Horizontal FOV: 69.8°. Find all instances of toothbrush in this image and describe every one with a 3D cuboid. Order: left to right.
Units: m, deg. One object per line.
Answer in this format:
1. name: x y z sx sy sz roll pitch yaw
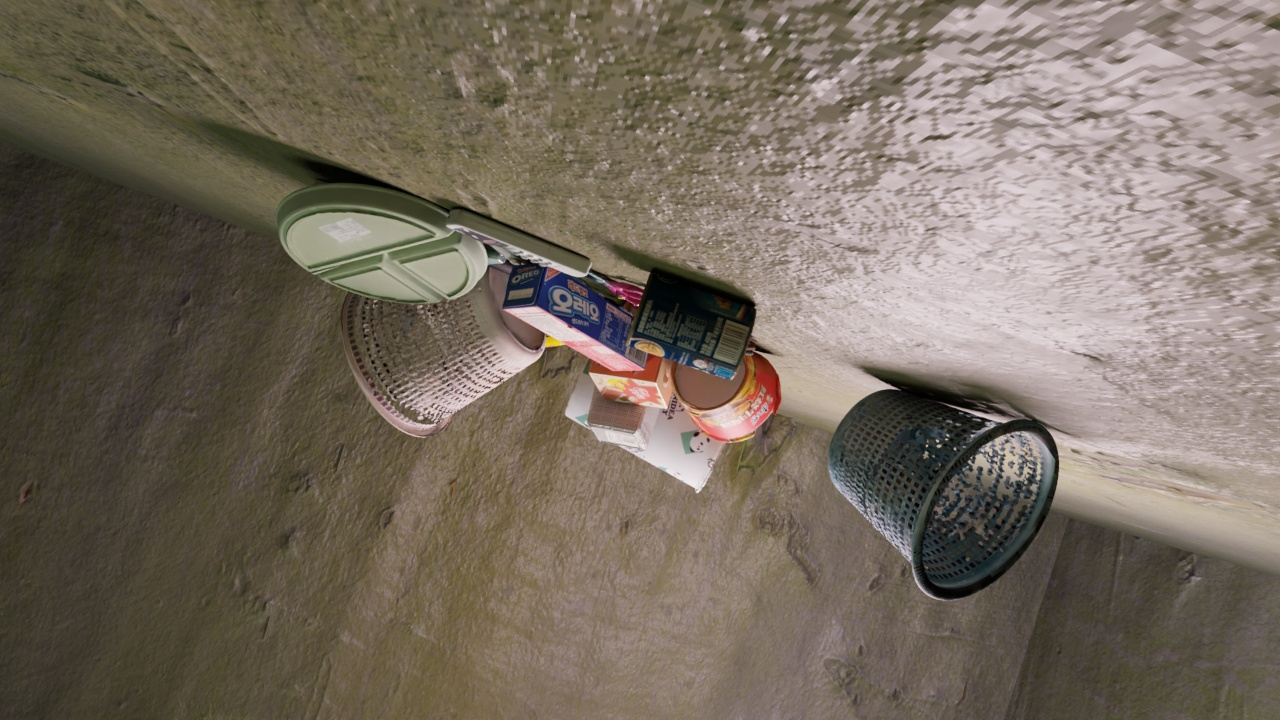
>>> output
1. toothbrush: -0.113 -0.101 1.168 0.212 0.026 0.027 20 -159 -34

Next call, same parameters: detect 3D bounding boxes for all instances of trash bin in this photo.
1. trash bin: -0.240 -0.037 1.195 0.192 0.227 0.227 -22 162 18
2. trash bin: 0.027 0.060 1.497 0.252 0.229 0.229 24 178 1
3. trash bin: 0.339 0.135 1.089 0.226 0.227 0.195 21 -170 -38

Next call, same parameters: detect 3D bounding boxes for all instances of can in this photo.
1. can: 0.049 -0.032 0.880 0.111 0.075 0.075 19 178 -1

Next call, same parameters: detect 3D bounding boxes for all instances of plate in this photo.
1. plate: -0.283 -0.119 1.006 0.230 0.027 0.230 4 156 2

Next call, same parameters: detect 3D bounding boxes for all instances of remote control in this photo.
1. remote control: -0.125 -0.118 0.937 0.150 0.021 0.058 19 177 -22

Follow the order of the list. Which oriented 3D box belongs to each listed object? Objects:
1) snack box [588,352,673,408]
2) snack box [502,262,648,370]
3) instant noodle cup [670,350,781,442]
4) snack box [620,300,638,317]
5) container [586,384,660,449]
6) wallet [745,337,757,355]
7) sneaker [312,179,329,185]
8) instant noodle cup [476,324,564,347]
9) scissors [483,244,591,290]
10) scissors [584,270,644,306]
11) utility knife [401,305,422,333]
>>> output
1. snack box: -0.007 0.007 1.230 0.094 0.077 0.093 8 157 16
2. snack box: -0.068 -0.047 1.064 0.058 0.057 0.207 -1 160 37
3. instant noodle cup: 0.108 0.030 1.239 0.138 0.137 0.108 18 169 30
4. snack box: -0.008 -0.035 1.271 0.075 0.026 0.154 20 158 -11
5. container: -0.020 0.059 1.312 0.090 0.114 0.090 9 157 16
6. wallet: 0.071 -0.037 1.130 0.125 0.032 0.101 19 180 32
7. sneaker: -0.332 -0.143 1.154 0.089 0.090 0.242 19 178 22
8. instant noodle cup: -0.154 -0.068 1.324 0.116 0.116 0.123 17 -172 33
9. scissors: -0.140 -0.104 1.065 0.175 0.019 0.170 -1 157 45
10. scissors: -0.034 -0.086 1.038 0.136 0.017 0.133 22 177 45
11. utility knife: -0.330 -0.102 1.352 0.033 0.015 0.230 48 -158 -28
